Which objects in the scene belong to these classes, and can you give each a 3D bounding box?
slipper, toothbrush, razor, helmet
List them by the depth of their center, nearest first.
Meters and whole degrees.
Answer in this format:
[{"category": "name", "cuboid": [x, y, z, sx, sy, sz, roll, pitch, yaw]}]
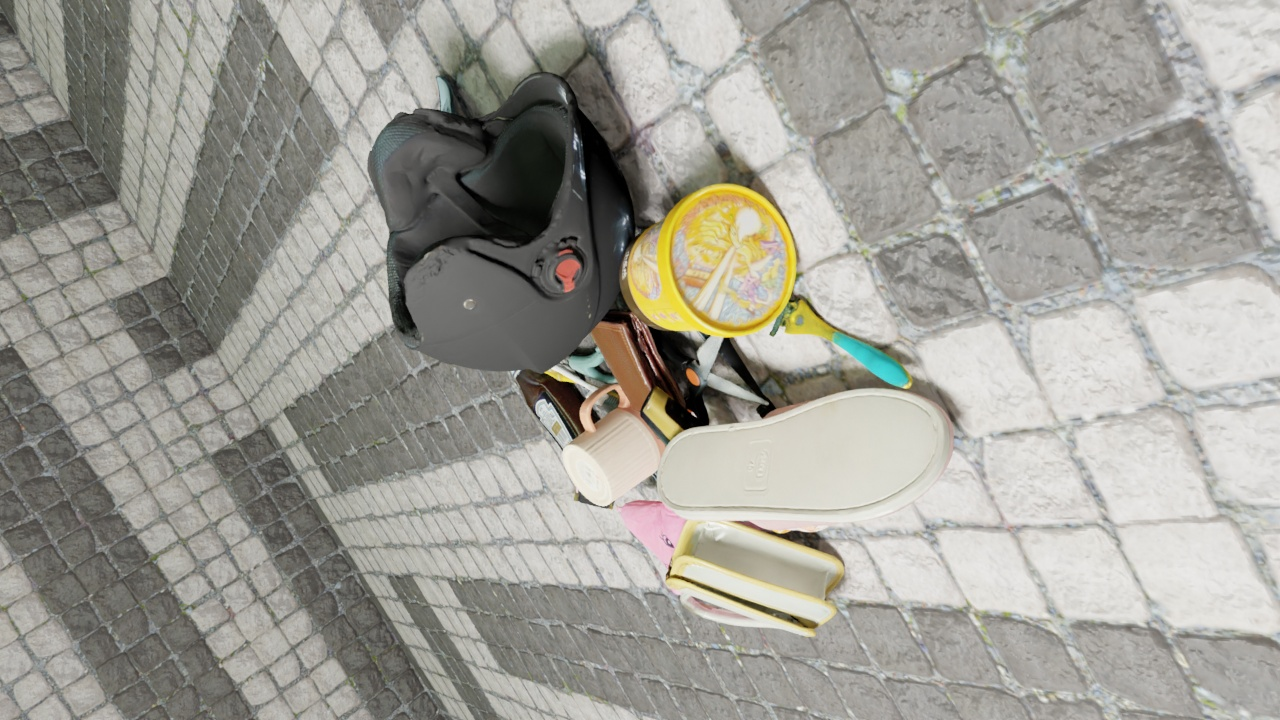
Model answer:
[{"category": "razor", "cuboid": [0.162, -0.012, 0.729, 0.132, 0.028, 0.043, 34, 111, 36]}, {"category": "slipper", "cuboid": [0.130, 0.087, 0.764, 0.275, 0.114, 0.054, -15, 150, 38]}, {"category": "helmet", "cuboid": [-0.116, -0.115, 0.829, 0.275, 0.230, 0.233, -44, 46, 18]}, {"category": "toothbrush", "cuboid": [0.064, -0.029, 0.850, 0.212, 0.026, 0.027, 54, 134, 3]}, {"category": "razor", "cuboid": [0.063, 0.086, 0.878, 0.068, 0.062, 0.167, -26, 119, 41]}, {"category": "toothbrush", "cuboid": [-0.107, 0.008, 1.073, 0.180, 0.016, 0.016, 29, 167, 31]}, {"category": "toothbrush", "cuboid": [-0.101, 0.019, 1.084, 0.191, 0.018, 0.016, 20, 155, 29]}]

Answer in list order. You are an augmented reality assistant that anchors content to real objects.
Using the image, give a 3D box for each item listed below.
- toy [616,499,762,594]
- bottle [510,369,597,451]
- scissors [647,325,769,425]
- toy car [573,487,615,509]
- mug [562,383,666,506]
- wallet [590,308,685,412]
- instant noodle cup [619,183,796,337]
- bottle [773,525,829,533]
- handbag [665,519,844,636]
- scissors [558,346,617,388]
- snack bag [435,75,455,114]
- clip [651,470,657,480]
[{"category": "toy", "cuboid": [0.053, 0.202, 1.020, 0.179, 0.074, 0.195, 20, 133, 24]}, {"category": "bottle", "cuboid": [-0.119, 0.038, 1.145, 0.195, 0.043, 0.080, 51, 148, 10]}, {"category": "scissors", "cuboid": [0.050, 0.016, 0.890, 0.221, 0.021, 0.228, 38, 152, 37]}, {"category": "toy car", "cuboid": [-0.053, 0.152, 1.149, 0.056, 0.037, 0.123, 12, 149, 0]}, {"category": "mug", "cuboid": [-0.026, 0.085, 0.999, 0.082, 0.105, 0.114, 3, 121, 53]}, {"category": "wallet", "cuboid": [-0.005, 0.005, 0.922, 0.124, 0.032, 0.101, 63, 161, -17]}, {"category": "instant noodle cup", "cuboid": [0.048, -0.074, 0.754, 0.118, 0.118, 0.115, 62, 156, -9]}, {"category": "bottle", "cuboid": [0.150, 0.126, 0.837, 0.063, 0.063, 0.109, 51, 149, 9]}, {"category": "handbag", "cuboid": [0.105, 0.241, 0.940, 0.163, 0.063, 0.179, 19, 143, 3]}, {"category": "scissors", "cuboid": [-0.094, -0.026, 1.037, 0.170, 0.019, 0.172, 47, 155, -24]}, {"category": "snack bag", "cuboid": [-0.222, -0.215, 1.041, 0.191, 0.038, 0.110, 116, 151, -53]}, {"category": "clip", "cuboid": [0.015, 0.122, 1.055, 0.058, 0.025, 0.036, 27, 146, 39]}]
